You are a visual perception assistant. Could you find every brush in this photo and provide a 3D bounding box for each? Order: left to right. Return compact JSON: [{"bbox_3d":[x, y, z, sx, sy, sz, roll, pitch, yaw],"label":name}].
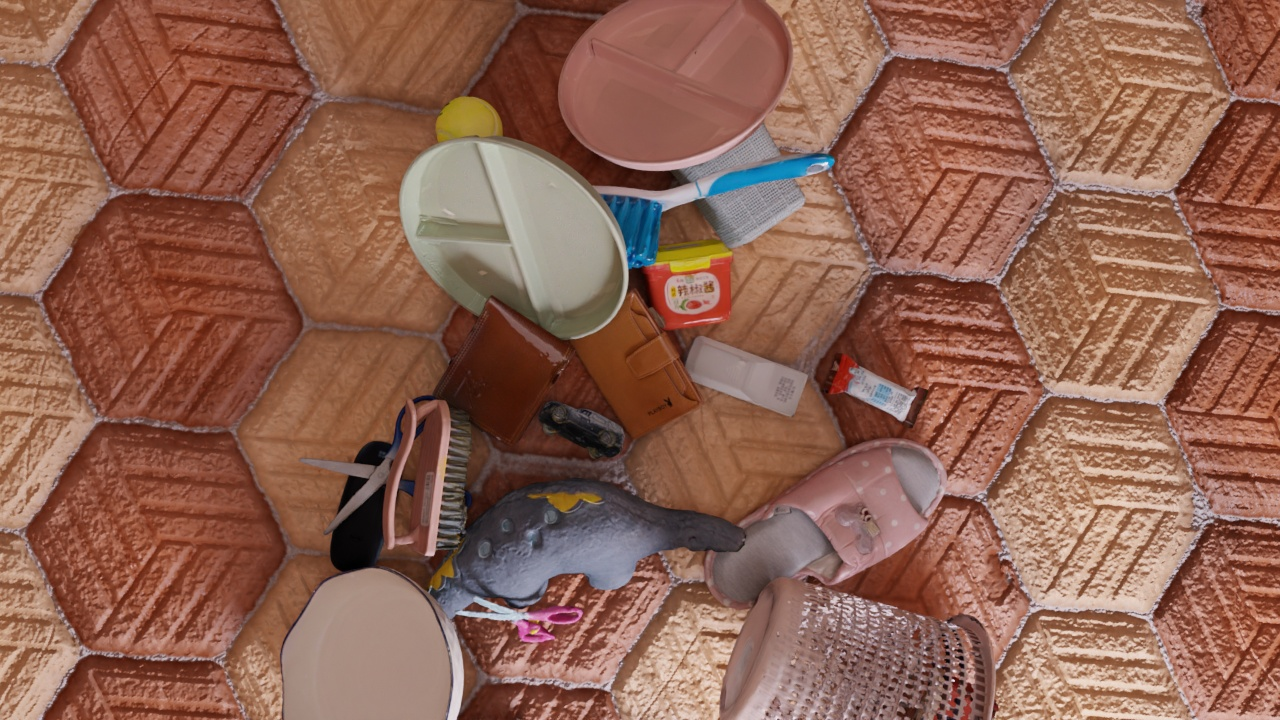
[{"bbox_3d":[-0.203,0.109,0.875,0.073,0.063,0.145,9,84,-29],"label":"brush"},{"bbox_3d":[0.019,-0.140,0.859,0.315,0.060,0.109,4,70,27],"label":"brush"}]

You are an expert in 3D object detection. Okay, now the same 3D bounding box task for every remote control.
[{"bbox_3d":[-0.273,0.148,0.913,0.053,0.024,0.136,15,89,-7],"label":"remote control"},{"bbox_3d":[0.107,0.016,0.946,0.125,0.024,0.049,20,89,-5],"label":"remote control"}]

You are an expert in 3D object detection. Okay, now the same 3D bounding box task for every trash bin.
[{"bbox_3d":[0.187,0.309,0.861,0.192,0.227,0.227,24,88,2],"label":"trash bin"}]

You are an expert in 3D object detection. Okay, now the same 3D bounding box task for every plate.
[{"bbox_3d":[-0.251,0.299,0.866,0.205,0.045,0.204,-5,79,25],"label":"plate"},{"bbox_3d":[-0.116,-0.110,0.849,0.230,0.231,0.027,29,50,-4],"label":"plate"},{"bbox_3d":[0.033,-0.273,0.886,0.230,0.028,0.229,-6,61,12],"label":"plate"}]

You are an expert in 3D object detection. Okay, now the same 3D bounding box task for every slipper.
[{"bbox_3d":[0.191,0.168,0.937,0.274,0.054,0.114,-27,93,-2],"label":"slipper"}]

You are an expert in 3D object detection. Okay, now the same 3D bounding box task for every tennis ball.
[{"bbox_3d":[-0.168,-0.226,0.901,0.065,0.065,0.065,0,90,-5],"label":"tennis ball"}]

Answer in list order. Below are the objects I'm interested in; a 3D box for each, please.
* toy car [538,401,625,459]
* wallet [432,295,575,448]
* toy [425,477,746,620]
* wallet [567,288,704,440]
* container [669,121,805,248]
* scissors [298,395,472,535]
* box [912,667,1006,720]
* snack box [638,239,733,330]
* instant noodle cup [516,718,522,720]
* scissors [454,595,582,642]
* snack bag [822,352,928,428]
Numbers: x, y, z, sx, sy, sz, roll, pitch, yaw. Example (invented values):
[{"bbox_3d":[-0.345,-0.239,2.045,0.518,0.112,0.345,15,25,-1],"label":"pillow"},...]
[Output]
[{"bbox_3d":[-0.058,0.067,0.924,0.090,0.043,0.034,26,61,-7],"label":"toy car"},{"bbox_3d":[-0.136,0.011,0.906,0.101,0.032,0.125,33,106,-4],"label":"wallet"},{"bbox_3d":[-0.077,0.181,0.897,0.356,0.091,0.138,-14,109,0],"label":"toy"},{"bbox_3d":[-0.005,0.005,0.907,0.108,0.031,0.132,-29,94,39],"label":"wallet"},{"bbox_3d":[0.098,-0.179,0.914,0.090,0.090,0.111,-35,96,-4],"label":"container"},{"bbox_3d":[-0.242,0.107,0.904,0.175,0.012,0.162,24,77,-18],"label":"scissors"},{"bbox_3d":[0.303,0.406,0.923,0.077,0.091,0.168,24,88,17],"label":"box"},{"bbox_3d":[0.046,-0.076,0.917,0.091,0.082,0.080,-9,104,-4],"label":"snack box"},{"bbox_3d":[-0.172,0.409,0.889,0.120,0.111,0.111,-6,90,4],"label":"instant noodle cup"},{"bbox_3d":[-0.112,0.243,0.883,0.094,0.137,0.017,-27,49,17],"label":"scissors"},{"bbox_3d":[0.244,0.032,0.956,0.104,0.026,0.048,21,94,-5],"label":"snack bag"}]
